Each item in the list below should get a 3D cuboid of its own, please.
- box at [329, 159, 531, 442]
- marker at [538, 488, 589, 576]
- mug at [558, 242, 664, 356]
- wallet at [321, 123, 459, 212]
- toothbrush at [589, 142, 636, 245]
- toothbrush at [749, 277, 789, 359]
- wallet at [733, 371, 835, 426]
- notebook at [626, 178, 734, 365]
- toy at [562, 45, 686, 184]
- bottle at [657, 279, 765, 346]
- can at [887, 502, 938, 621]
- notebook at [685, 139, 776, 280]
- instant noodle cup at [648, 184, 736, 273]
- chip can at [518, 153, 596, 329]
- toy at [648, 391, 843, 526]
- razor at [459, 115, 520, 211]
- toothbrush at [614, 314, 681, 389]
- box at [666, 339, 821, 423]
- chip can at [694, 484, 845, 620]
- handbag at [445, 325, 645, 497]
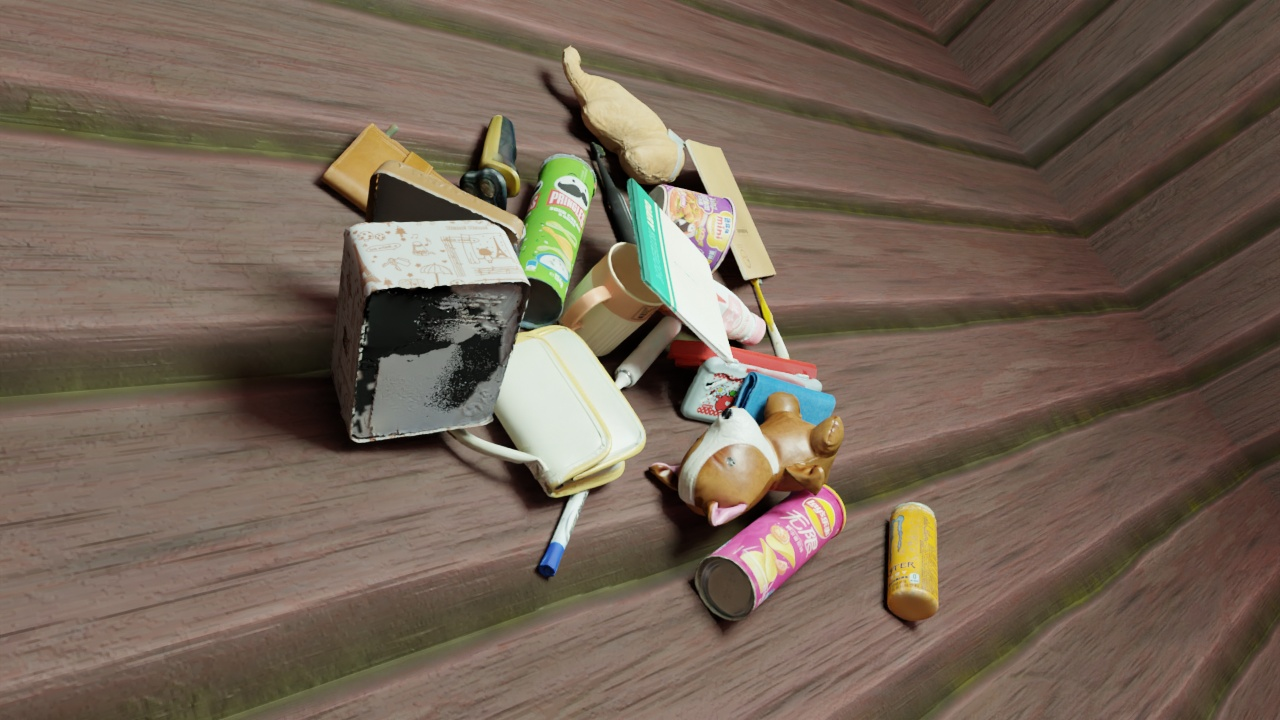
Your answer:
[{"bbox_3d":[-0.182,-0.058,0.769,0.150,0.182,0.168,-7,50,-30],"label":"box"},{"bbox_3d":[-0.065,0.142,0.861,0.017,0.017,0.145,38,38,-13],"label":"marker"},{"bbox_3d":[-0.039,-0.060,0.990,0.081,0.106,0.114,54,38,7],"label":"mug"},{"bbox_3d":[-0.249,-0.181,0.957,0.130,0.035,0.118,36,45,-17],"label":"wallet"},{"bbox_3d":[-0.030,-0.203,1.192,0.027,0.026,0.212,2,56,-36],"label":"toothbrush"},{"bbox_3d":[0.182,-0.054,1.278,0.018,0.016,0.191,21,44,-43],"label":"toothbrush"},{"bbox_3d":[0.162,0.076,1.082,0.133,0.106,0.040,17,11,-33],"label":"wallet"},{"bbox_3d":[0.041,-0.102,1.021,0.150,0.012,0.208,42,24,-32],"label":"notebook"},{"bbox_3d":[-0.028,-0.333,1.263,0.226,0.083,0.143,50,21,7],"label":"toy"},{"bbox_3d":[0.075,-0.072,1.148,0.196,0.068,0.068,24,43,-31],"label":"bottle"},{"bbox_3d":[0.334,0.245,1.127,0.058,0.058,0.145,37,38,-14],"label":"can"},{"bbox_3d":[0.131,-0.213,1.306,0.147,0.008,0.207,-18,84,-65],"label":"notebook"},{"bbox_3d":[0.055,-0.173,1.189,0.099,0.112,0.111,16,47,-24],"label":"instant noodle cup"},{"bbox_3d":[-0.101,-0.138,1.028,0.072,0.072,0.235,31,41,-21],"label":"chip can"},{"bbox_3d":[0.117,0.101,0.966,0.199,0.140,0.130,-22,115,-23],"label":"toy"},{"bbox_3d":[-0.171,-0.233,1.067,0.067,0.062,0.167,2,44,-5],"label":"razor"},{"bbox_3d":[-0.006,0.006,1.031,0.026,0.027,0.220,30,37,9],"label":"toothbrush"},{"bbox_3d":[0.126,0.038,1.108,0.201,0.095,0.099,11,87,-37],"label":"box"},{"bbox_3d":[0.142,0.196,0.970,0.210,0.072,0.071,-22,74,-51],"label":"chip can"},{"bbox_3d":[-0.099,0.049,0.865,0.178,0.063,0.163,-16,62,-43],"label":"handbag"}]
